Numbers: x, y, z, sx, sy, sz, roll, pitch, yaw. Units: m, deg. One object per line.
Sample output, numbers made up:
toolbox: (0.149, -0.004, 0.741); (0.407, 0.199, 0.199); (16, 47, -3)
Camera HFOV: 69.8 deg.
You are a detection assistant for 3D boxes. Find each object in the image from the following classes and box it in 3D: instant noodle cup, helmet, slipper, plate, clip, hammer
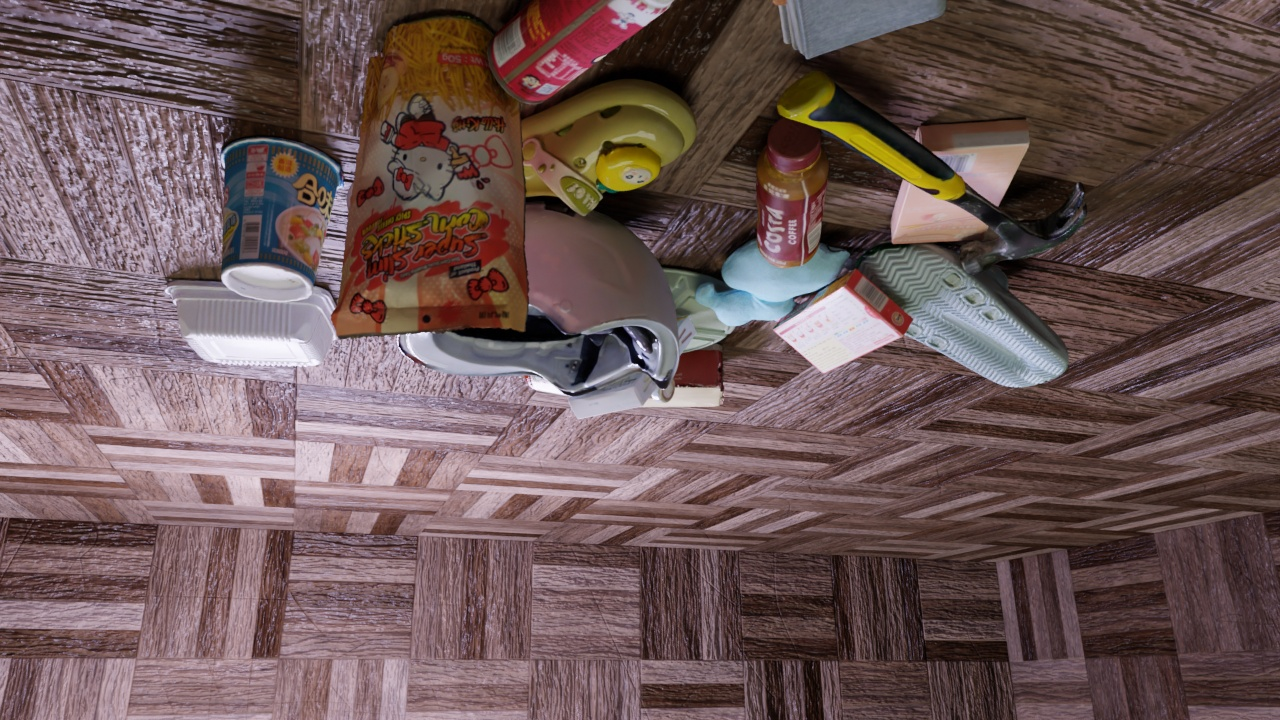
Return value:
instant noodle cup: (-0.300, -0.111, 0.756); (0.099, 0.109, 0.099); (0, 159, 0)
instant noodle cup: (-0.433, -0.036, 1.039); (0.173, 0.060, 0.138); (3, 160, -6)
helmet: (-0.090, -0.063, 0.842); (0.259, 0.145, 0.229); (-4, 162, 33)
slipper: (-0.045, -0.148, 0.706); (0.191, 0.081, 0.091); (-9, 161, 29)
plate: (0.004, -0.049, 1.057); (0.230, 0.027, 0.230); (0, 160, 0)
clip: (0.209, -0.077, 0.957); (0.046, 0.014, 0.057); (23, 149, -32)
slipper: (0.328, -0.055, 0.919); (0.245, 0.074, 0.104); (30, 143, -16)
hammer: (0.233, -0.143, 0.714); (0.322, 0.031, 0.126); (18, 154, -38)

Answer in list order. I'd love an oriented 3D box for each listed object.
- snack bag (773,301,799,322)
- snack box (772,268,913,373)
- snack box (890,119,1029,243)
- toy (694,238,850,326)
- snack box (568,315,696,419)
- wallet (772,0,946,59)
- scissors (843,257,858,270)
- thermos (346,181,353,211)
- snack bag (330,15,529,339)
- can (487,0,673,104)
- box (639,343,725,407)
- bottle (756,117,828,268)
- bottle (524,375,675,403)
snack bag: (0.173, -0.050, 1.034); (0.104, 0.026, 0.048); (25, 164, -14)
snack box: (0.203, -0.036, 0.941); (0.077, 0.027, 0.156); (40, 158, -5)
snack box: (0.267, -0.148, 0.785); (0.084, 0.026, 0.157); (-2, 160, 6)
toy: (0.130, -0.084, 0.924); (0.161, 0.049, 0.156); (-4, 152, 13)
snack box: (-0.006, 0.006, 0.977); (0.085, 0.156, 0.027); (-14, 113, 33)
wallet: (0.124, -0.235, 0.529); (0.107, 0.037, 0.130); (-16, 159, 10)
scissors: (0.267, -0.085, 0.975); (0.230, 0.021, 0.222); (11, 153, -21)
thermos: (-0.235, -0.097, 0.864); (0.073, 0.073, 0.225); (4, 160, -12)
snack bag: (-0.135, -0.116, 0.604); (0.129, 0.207, 0.073); (-2, 165, 8)
can: (-0.035, -0.211, 0.564); (0.053, 0.053, 0.133); (17, 154, -40)
box: (0.025, 0.029, 1.200); (0.168, 0.077, 0.091); (-1, 160, 3)
bottle: (0.126, -0.138, 0.765); (0.057, 0.057, 0.175); (-3, 160, 6)
bottle: (-0.051, 0.021, 1.122); (0.206, 0.059, 0.059); (8, 168, 35)
